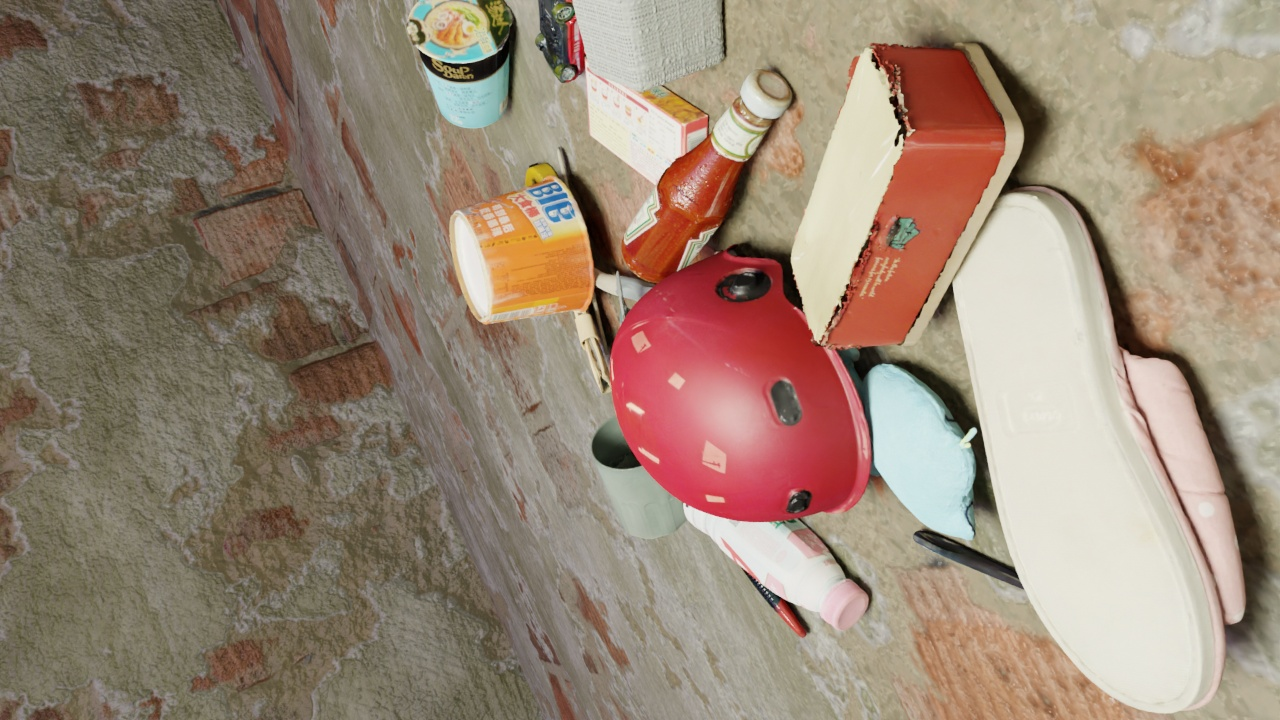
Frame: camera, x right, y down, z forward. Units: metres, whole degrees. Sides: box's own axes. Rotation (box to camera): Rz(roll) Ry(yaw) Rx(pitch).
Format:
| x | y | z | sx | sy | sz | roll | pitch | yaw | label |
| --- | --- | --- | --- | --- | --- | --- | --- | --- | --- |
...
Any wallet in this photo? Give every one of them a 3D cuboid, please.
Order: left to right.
| x | y | z | sx | sy | sz | roll | pitch | yaw | label |
| --- | --- | --- | --- | --- | --- | --- | --- | --- | --- |
| -0.058 | -0.024 | 1.045 | 0.087 | 0.024 | 0.115 | 91 | 162 | -75 | wallet |

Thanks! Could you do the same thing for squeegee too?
| x | y | z | sx | sy | sz | roll | pitch | yaw | label |
| --- | --- | --- | --- | --- | --- | --- | --- | --- | --- |
| -0.016 | -0.078 | 0.930 | 0.247 | 0.039 | 0.247 | 30 | 138 | 54 | squeegee |

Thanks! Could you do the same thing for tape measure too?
| x | y | z | sx | sy | sz | roll | pitch | yaw | label |
| --- | --- | --- | --- | --- | --- | --- | --- | --- | --- |
| -0.112 | -0.193 | 1.039 | 0.060 | 0.028 | 0.057 | 56 | 155 | 22 | tape measure |

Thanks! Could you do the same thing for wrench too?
| x | y | z | sx | sy | sz | roll | pitch | yaw | label |
| --- | --- | --- | --- | --- | --- | --- | --- | --- | --- |
| 0.084 | 0.180 | 0.968 | 0.273 | 0.016 | 0.056 | 50 | -178 | 30 | wrench |

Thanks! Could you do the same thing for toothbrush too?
| x | y | z | sx | sy | sz | roll | pitch | yaw | label |
| --- | --- | --- | --- | --- | --- | --- | --- | --- | --- |
| 0.248 | 0.146 | 0.603 | 0.181 | 0.015 | 0.018 | 22 | 140 | 58 | toothbrush |

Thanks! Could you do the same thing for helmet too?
| x | y | z | sx | sy | sz | roll | pitch | yaw | label |
| --- | --- | --- | --- | --- | --- | --- | --- | --- | --- |
| 0.057 | 0.033 | 0.701 | 0.240 | 0.144 | 0.207 | -128 | 24 | -62 | helmet |

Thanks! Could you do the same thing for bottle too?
| x | y | z | sx | sy | sz | roll | pitch | yaw | label |
| --- | --- | --- | --- | --- | --- | --- | --- | --- | --- |
| 0.048 | -0.134 | 0.692 | 0.059 | 0.059 | 0.207 | 60 | 145 | 15 | bottle |
| 0.121 | 0.170 | 0.838 | 0.197 | 0.068 | 0.068 | 37 | 144 | 45 | bottle |

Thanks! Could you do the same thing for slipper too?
| x | y | z | sx | sy | sz | roll | pitch | yaw | label |
| --- | --- | --- | --- | --- | --- | --- | --- | --- | --- |
| 0.234 | 0.041 | 0.477 | 0.114 | 0.054 | 0.274 | -33 | 70 | 64 | slipper |

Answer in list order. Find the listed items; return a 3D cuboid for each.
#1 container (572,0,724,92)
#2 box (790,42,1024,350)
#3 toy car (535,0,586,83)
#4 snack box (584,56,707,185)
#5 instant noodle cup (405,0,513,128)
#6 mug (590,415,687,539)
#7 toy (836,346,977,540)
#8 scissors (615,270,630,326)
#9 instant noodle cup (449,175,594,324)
| x | y | z | sx | sy | sz | roll | pitch | yaw | label |
| --- | --- | --- | --- | --- | --- | --- | --- | --- | --- |
| 0.003 | -0.262 | 0.651 | 0.090 | 0.090 | 0.114 | 40 | 149 | 48 | container |
| 0.132 | -0.087 | 0.515 | 0.169 | 0.079 | 0.091 | 100 | 166 | -52 | box |
| -0.066 | -0.301 | 0.816 | 0.053 | 0.045 | 0.121 | 60 | 162 | 20 | toy car |
| 0.002 | -0.200 | 0.786 | 0.156 | 0.027 | 0.077 | 46 | 150 | 40 | snack box |
| -0.190 | -0.322 | 1.000 | 0.111 | 0.111 | 0.121 | 57 | 163 | 22 | instant noodle cup |
| 0.018 | 0.102 | 0.913 | 0.084 | 0.123 | 0.103 | 26 | 144 | 43 | mug |
| 0.175 | 0.049 | 0.625 | 0.156 | 0.049 | 0.161 | 113 | 135 | -72 | toy |
| -0.005 | 0.008 | 0.868 | 0.170 | 0.019 | 0.173 | 73 | -173 | -78 | scissors |
| -0.129 | -0.110 | 0.965 | 0.151 | 0.111 | 0.152 | 49 | 148 | 45 | instant noodle cup |
